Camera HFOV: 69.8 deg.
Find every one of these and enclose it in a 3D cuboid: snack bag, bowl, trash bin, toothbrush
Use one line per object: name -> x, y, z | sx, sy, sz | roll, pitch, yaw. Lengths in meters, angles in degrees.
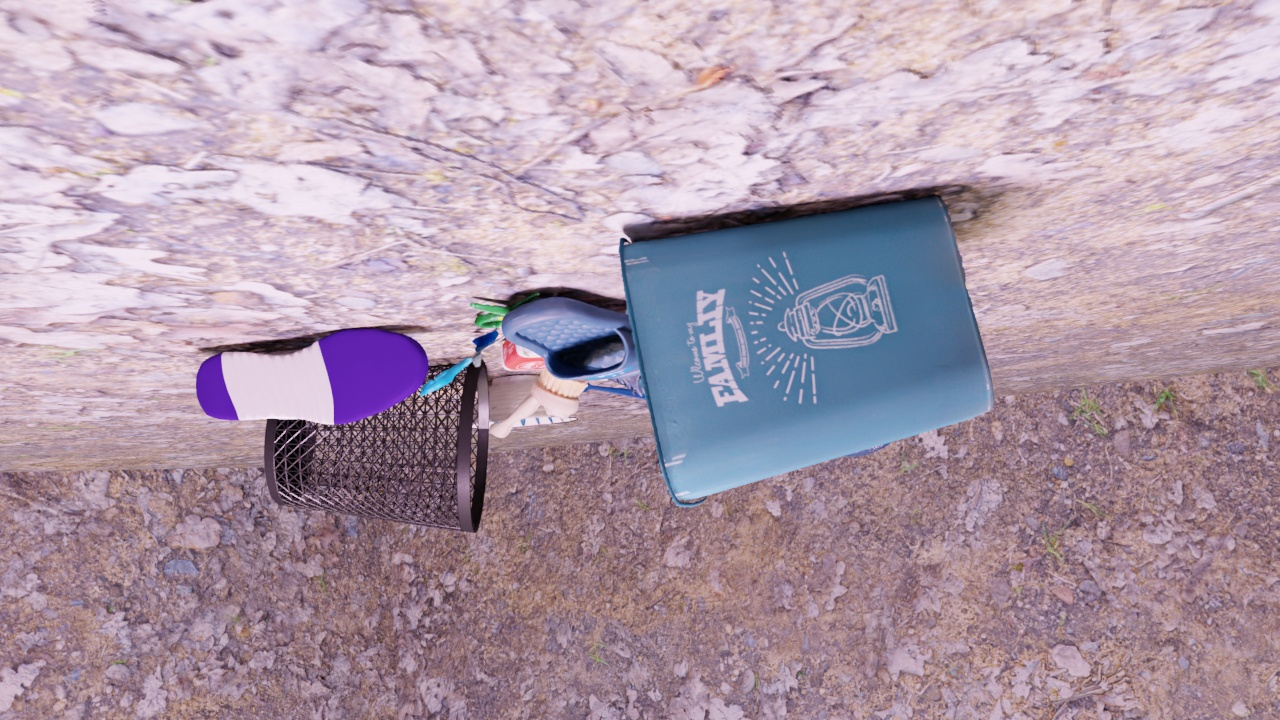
snack bag -> -0.105, -0.015, 0.996 | 0.077, 0.036, 0.116 | -3, 172, -19
bowl -> -0.181, 0.061, 1.365 | 0.177, 0.071, 0.177 | -5, 173, -1
trash bin -> -0.326, 0.106, 1.166 | 0.243, 0.216, 0.217 | 2, 172, -4
toothbrush -> -0.003, 0.041, 1.166 | 0.189, 0.016, 0.017 | 9, -167, -22
trash bin -> 0.121, -0.010, 0.674 | 0.219, 0.196, 0.199 | -13, 171, 11

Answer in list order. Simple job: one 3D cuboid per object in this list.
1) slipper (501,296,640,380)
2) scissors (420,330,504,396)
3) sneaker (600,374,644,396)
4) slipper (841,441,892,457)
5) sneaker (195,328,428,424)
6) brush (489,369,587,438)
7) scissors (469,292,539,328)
slipper -> -0.055, -0.009, 0.880 | 0.104, 0.059, 0.213 | -19, 159, 25
scissors -> -0.168, -0.006, 0.922 | 0.127, 0.014, 0.133 | -34, -165, 5
sneaker -> -0.006, 0.006, 1.051 | 0.087, 0.079, 0.236 | -1, 171, -26
slipper -> 0.198, 0.040, 1.165 | 0.294, 0.118, 0.060 | 25, -159, -17
sneaker -> -0.323, 0.022, 0.956 | 0.244, 0.091, 0.111 | -5, 176, 11
brush -> -0.140, 0.060, 1.162 | 0.062, 0.077, 0.273 | 31, 154, -16
scissors -> -0.109, -0.046, 0.858 | 0.127, 0.011, 0.126 | -3, 172, -26
